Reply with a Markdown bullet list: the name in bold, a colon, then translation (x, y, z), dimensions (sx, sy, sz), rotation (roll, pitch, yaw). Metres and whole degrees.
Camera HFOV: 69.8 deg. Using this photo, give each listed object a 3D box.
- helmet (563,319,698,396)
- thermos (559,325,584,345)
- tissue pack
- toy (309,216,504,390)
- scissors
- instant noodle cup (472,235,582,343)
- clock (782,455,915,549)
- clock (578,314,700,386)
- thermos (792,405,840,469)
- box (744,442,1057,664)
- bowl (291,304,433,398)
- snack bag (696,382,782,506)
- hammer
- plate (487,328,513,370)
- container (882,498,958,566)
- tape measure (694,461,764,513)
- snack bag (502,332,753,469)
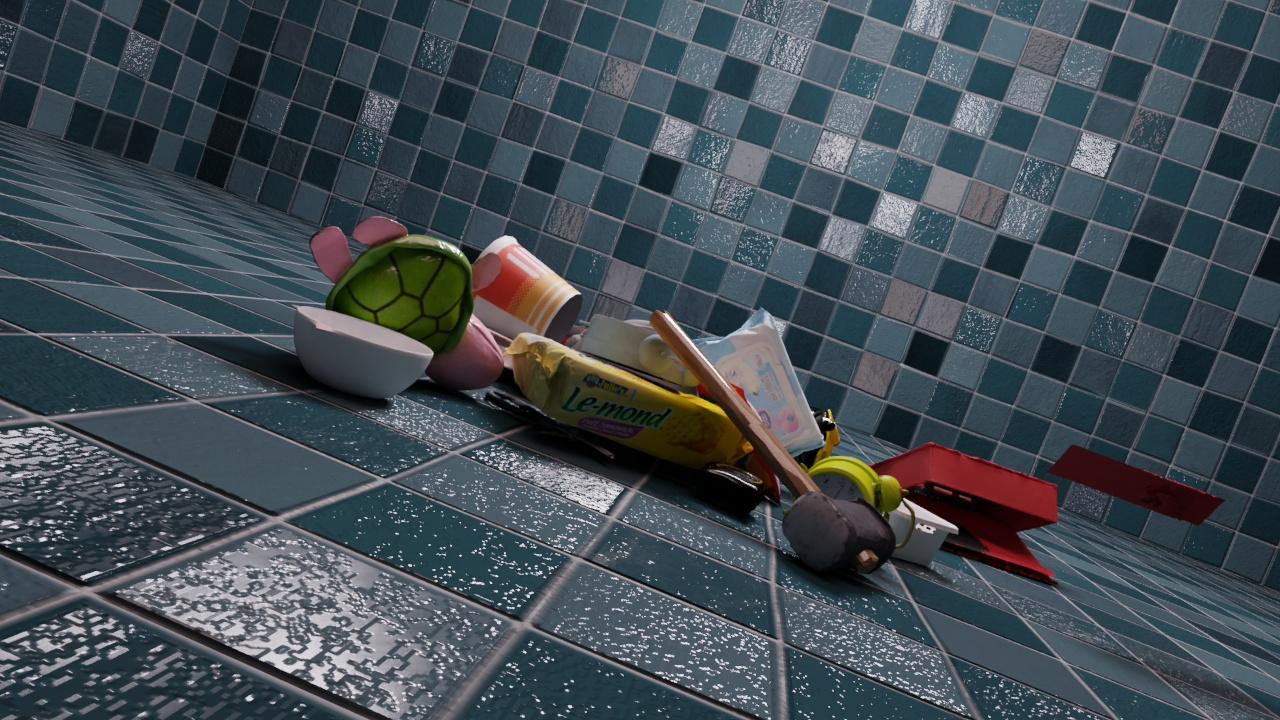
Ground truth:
- **helmet**: translation (-0.007, 0.007, 1.135), dimensions (0.271, 0.118, 0.183), rotation (29, 5, -21)
- **thermos**: translation (-0.114, -0.020, 1.337), dimensions (0.199, 0.083, 0.108), rotation (19, -33, 8)
- **tissue pack**: translation (0.136, 0.038, 1.102), dimensions (0.112, 0.182, 0.070), rotation (-23, 0, -1)
- **toy**: translation (-0.216, -0.048, 0.873), dimensions (0.087, 0.190, 0.238), rotation (62, 2, 40)
- **scissors**: translation (-0.058, 0.074, 0.936), dimensions (0.204, 0.015, 0.202), rotation (20, 3, -40)
- **instant noodle cup**: translation (-0.152, -0.078, 1.195), dimensions (0.121, 0.123, 0.123), rotation (32, 6, 11)
- **clock**: translation (0.200, 0.138, 0.867), dimensions (0.119, 0.083, 0.057), rotation (19, 8, 22)
- **clock**: translation (0.006, -0.008, 0.991), dimensions (0.159, 0.045, 0.122), rotation (16, -4, 45)
- **thermos**: translation (0.189, 0.095, 1.381), dimensions (0.221, 0.098, 0.098), rotation (18, 2, 37)
- **box**: translation (0.355, 0.297, 1.306), dimensions (0.214, 0.480, 0.171), rotation (19, 27, -17)
- **bowl**: translation (-0.236, -0.002, 0.764), dimensions (0.114, 0.050, 0.114), rotation (20, 4, -2)
- **snack bag**: translation (0.105, 0.078, 1.008), dimensions (0.039, 0.144, 0.131), rotation (-27, 21, -16)
- **hammer**: translation (0.102, 0.062, 0.836), dimensions (0.098, 0.052, 0.328), rotation (16, 28, -49)
- **plate**: translation (-0.182, -0.023, 1.206), dimensions (0.208, 0.015, 0.208), rotation (22, 9, -4)
- **container**: translation (0.262, 0.171, 0.974), dimensions (0.080, 0.049, 0.129), rotation (19, 4, -23)
- **tape measure**: translation (0.085, 0.121, 0.867), dimensions (0.062, 0.034, 0.061), rotation (23, 7, 20)
- **snack bag**: translation (-0.012, 0.046, 0.925), dimensions (0.247, 0.068, 0.160), rotation (22, 0, -22)
